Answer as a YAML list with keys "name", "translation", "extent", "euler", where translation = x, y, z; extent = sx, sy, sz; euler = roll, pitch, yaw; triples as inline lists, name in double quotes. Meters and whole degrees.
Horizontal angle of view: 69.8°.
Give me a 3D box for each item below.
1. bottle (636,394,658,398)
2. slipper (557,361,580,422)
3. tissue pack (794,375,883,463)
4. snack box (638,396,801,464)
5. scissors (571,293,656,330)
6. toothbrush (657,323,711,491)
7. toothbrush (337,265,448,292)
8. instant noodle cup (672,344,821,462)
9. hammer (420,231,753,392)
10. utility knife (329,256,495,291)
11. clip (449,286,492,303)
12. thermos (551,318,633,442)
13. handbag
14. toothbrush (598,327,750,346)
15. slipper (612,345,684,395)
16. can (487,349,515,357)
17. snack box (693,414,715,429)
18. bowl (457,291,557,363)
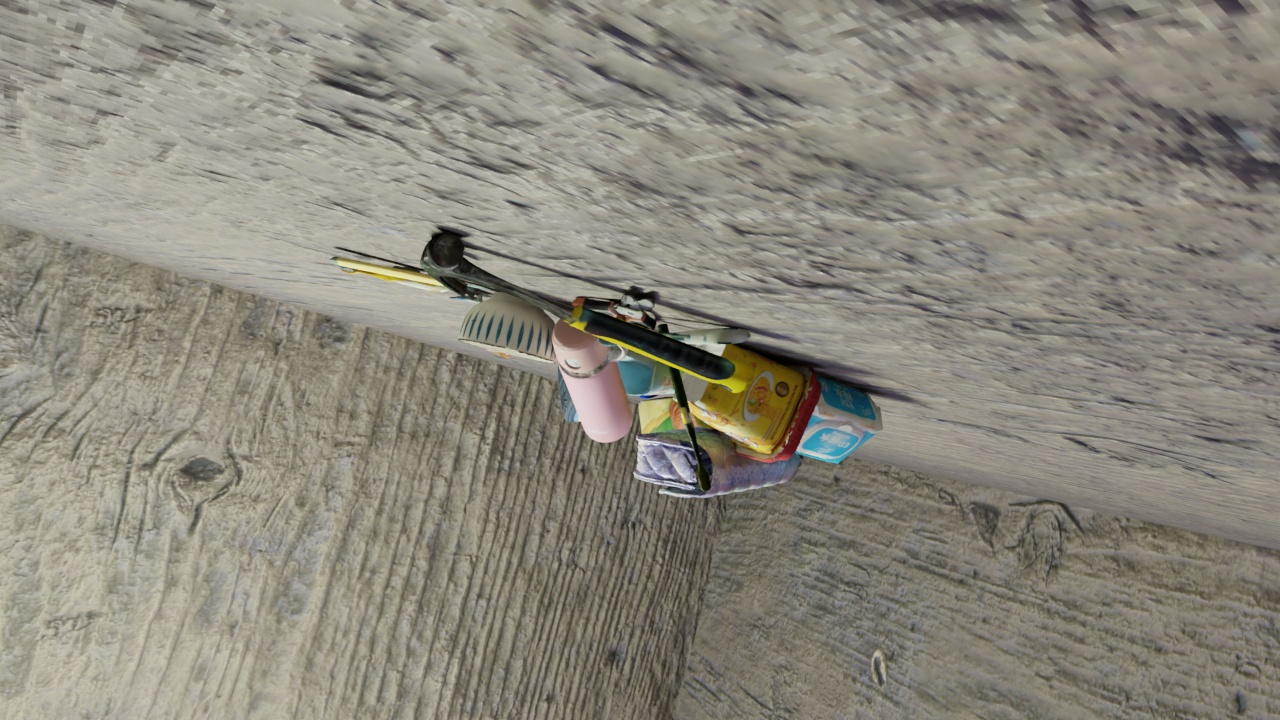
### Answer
- name: "bottle"
  translation: [0.008, 0.025, 1.382]
  extent: [0.065, 0.065, 0.218]
  euler: [14, 175, 5]
- name: "slipper"
  translation: [-0.070, 0.023, 1.365]
  extent: [0.095, 0.105, 0.253]
  euler: [-2, 166, -10]
- name: "tissue pack"
  translation: [0.216, 0.073, 1.099]
  extent: [0.140, 0.063, 0.090]
  euler: [17, 132, -33]
- name: "snack box"
  translation: [0.111, 0.102, 1.329]
  extent: [0.241, 0.114, 0.063]
  euler: [-7, 180, 38]
- name: "scissors"
  translation: [-0.025, -0.051, 0.893]
  extent: [0.197, 0.015, 0.205]
  euler: [12, 175, 33]
- name: "toothbrush"
  translation: [0.046, 0.050, 0.976]
  extent: [0.012, 0.186, 0.017]
  euler: [-16, -173, -10]
- name: "toothbrush"
  translation: [-0.305, -0.104, 1.126]
  extent: [0.192, 0.016, 0.018]
  euler: [12, 167, 31]
- name: "instant noodle cup"
  translation: [0.114, 0.038, 1.012]
  extent: [0.123, 0.116, 0.116]
  euler: [29, 171, -19]
- name: "hammer"
  translation: [-0.045, -0.037, 0.843]
  extent: [0.323, 0.032, 0.126]
  euler: [21, 173, -16]
- name: "utility knife"
  translation: [-0.264, -0.097, 1.059]
  extent: [0.198, 0.021, 0.031]
  euler: [16, 180, -1]
- name: "clip"
  translation: [-0.203, -0.077, 1.107]
  extent: [0.026, 0.041, 0.058]
  euler: [7, 176, 41]
- name: "thermos"
  translation: [-0.046, 0.021, 1.078]
  extent: [0.087, 0.067, 0.199]
  euler: [7, 146, 14]
- name: "handbag"
  translation: [0.093, 0.124, 1.133]
  extent: [0.134, 0.075, 0.193]
  euler: [5, -176, 42]
- name: "toothbrush"
  translation: [0.032, -0.023, 0.922]
  extent: [0.192, 0.016, 0.018]
  euler: [-1, -178, 41]
- name: "slipper"
  translation: [-0.007, 0.007, 1.171]
  extent: [0.245, 0.074, 0.104]
  euler: [20, 172, -36]
- name: "can"
  translation: [-0.206, -0.039, 1.326]
  extent: [0.058, 0.058, 0.147]
  euler: [14, 176, 4]
- name: "snack box"
  translation: [0.116, 0.043, 1.139]
  extent: [0.080, 0.091, 0.082]
  euler: [9, 179, -12]
- name: "bowl"
  translation: [-0.147, -0.041, 1.062]
  extent: [0.116, 0.066, 0.116]
  euler: [13, 176, 1]
